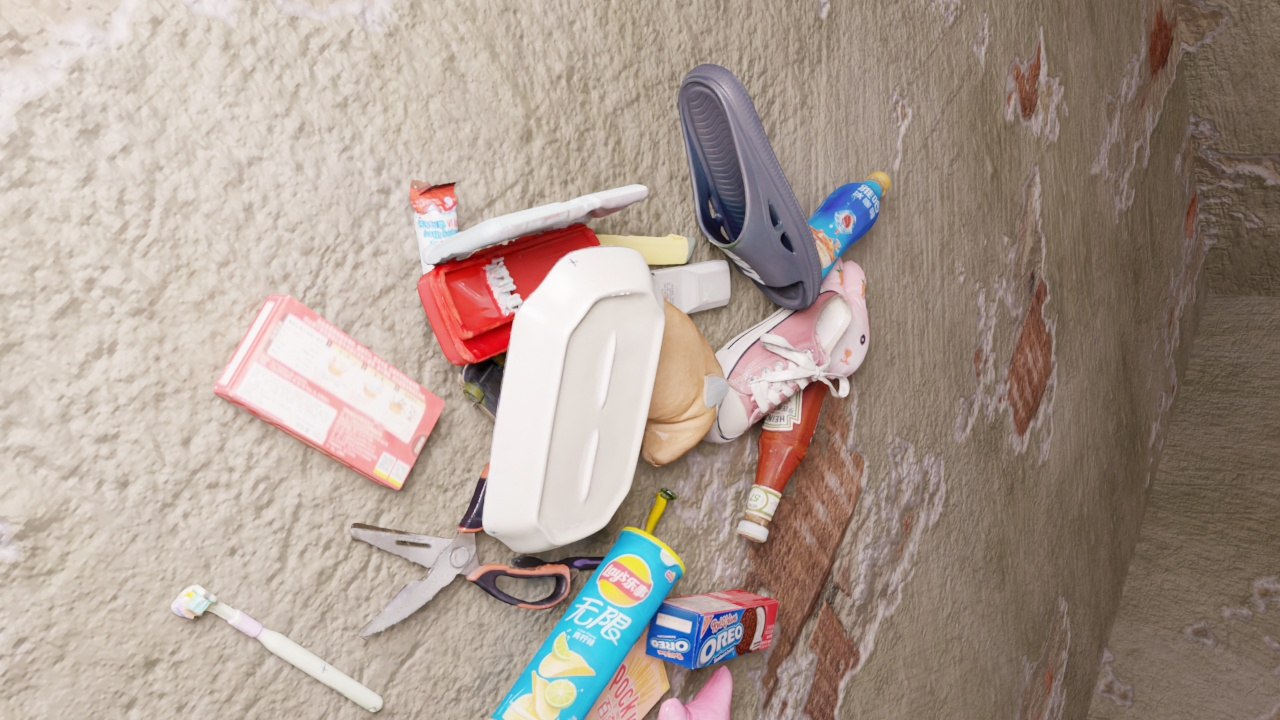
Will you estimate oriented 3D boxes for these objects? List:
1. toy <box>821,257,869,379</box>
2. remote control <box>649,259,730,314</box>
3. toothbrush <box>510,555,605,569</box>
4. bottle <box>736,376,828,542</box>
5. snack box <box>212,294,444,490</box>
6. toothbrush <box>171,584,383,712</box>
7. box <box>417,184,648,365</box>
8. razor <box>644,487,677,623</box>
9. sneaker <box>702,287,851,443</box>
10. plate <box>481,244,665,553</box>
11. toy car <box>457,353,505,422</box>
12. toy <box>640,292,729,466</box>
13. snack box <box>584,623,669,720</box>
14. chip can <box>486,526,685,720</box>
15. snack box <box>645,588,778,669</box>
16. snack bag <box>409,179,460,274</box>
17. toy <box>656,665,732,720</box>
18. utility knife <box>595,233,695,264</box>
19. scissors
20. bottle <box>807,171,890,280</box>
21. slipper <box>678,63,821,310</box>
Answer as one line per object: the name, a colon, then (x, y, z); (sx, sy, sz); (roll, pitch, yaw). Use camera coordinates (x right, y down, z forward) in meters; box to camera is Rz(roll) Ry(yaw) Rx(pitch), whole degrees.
toy: (0.239, -0.056, 1.122); (0.121, 0.054, 0.159); (18, 75, -41)
remote control: (0.050, -0.072, 0.922); (0.124, 0.024, 0.049); (-16, 107, -46)
toothbrush: (-0.054, 0.188, 0.855); (0.188, 0.017, 0.014); (15, 87, -52)
bottle: (0.159, 0.106, 1.050); (0.059, 0.060, 0.205); (37, 69, -45)
snack box: (-0.209, 0.026, 0.637); (0.153, 0.025, 0.075); (43, 63, -44)
toothbrush: (-0.241, 0.205, 0.635); (0.189, 0.029, 0.020); (53, 17, -41)
box: (-0.066, -0.070, 0.698); (0.200, 0.100, 0.095); (-29, 100, -53)
razor: (0.013, 0.192, 0.909); (0.043, 0.028, 0.132); (120, -19, -81)
sneaker: (0.157, 0.005, 0.989); (0.240, 0.088, 0.118); (-40, 123, -23)
plate: (-0.042, 0.041, 0.724); (0.161, 0.034, 0.266); (-9, 119, -47)
toy car: (-0.113, 0.030, 0.741); (0.090, 0.035, 0.042); (52, 56, -33)
toy: (-0.005, 0.005, 0.828); (0.226, 0.083, 0.143); (33, 70, -44)
snack box: (-0.035, 0.331, 0.885); (0.156, 0.026, 0.084); (-35, 121, -40)
chip can: (-0.045, 0.252, 0.817); (0.209, 0.071, 0.071); (-52, 131, -26)
snack box: (0.079, 0.277, 0.960); (0.207, 0.058, 0.057); (19, 82, -59)
snack bag: (-0.150, -0.084, 0.688); (0.045, 0.026, 0.105); (-27, 119, -52)
toy: (0.064, 0.422, 0.975); (0.178, 0.075, 0.194); (25, 76, -48)
utility knife: (-0.008, -0.105, 0.855); (0.178, 0.019, 0.031); (-5, 95, -50)
scissors: (-0.132, 0.155, 0.739); (0.224, 0.015, 0.189); (-49, 120, -35)
bottle: (0.238, -0.166, 1.093); (0.218, 0.065, 0.065); (-43, 126, -37)
slipper: (0.090, -0.153, 0.907); (0.083, 0.111, 0.268); (-38, 118, -21)
